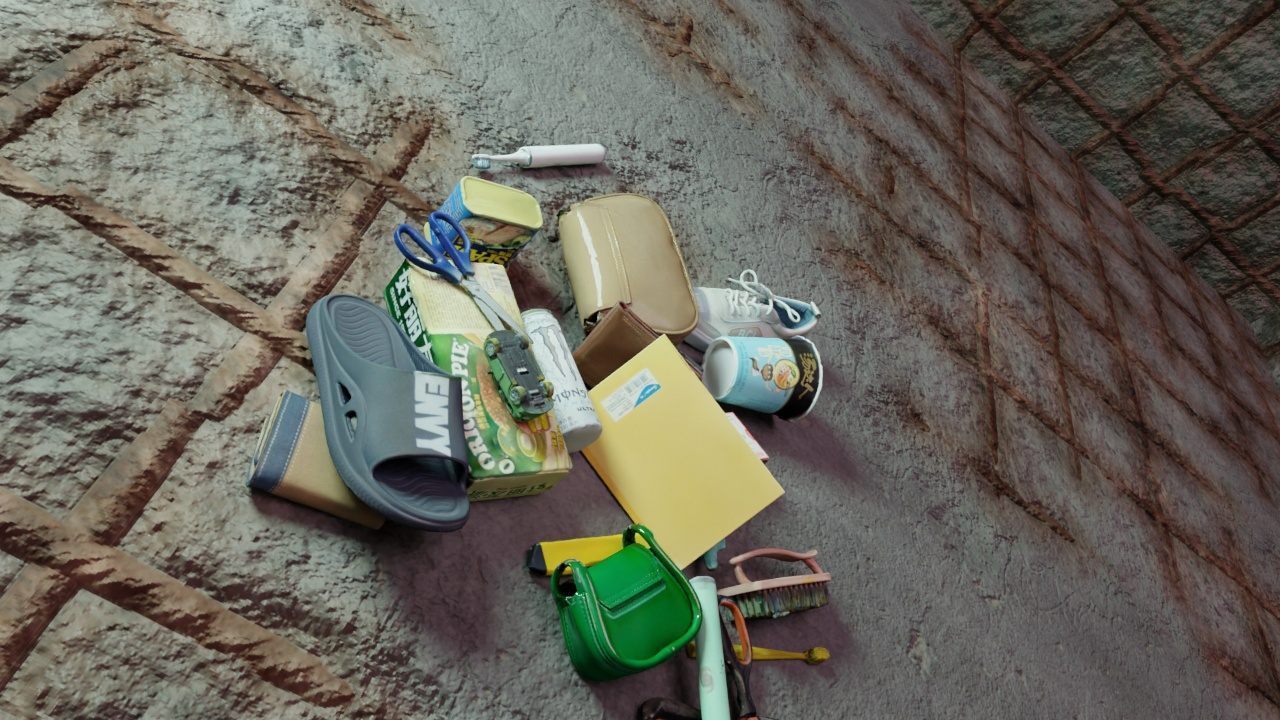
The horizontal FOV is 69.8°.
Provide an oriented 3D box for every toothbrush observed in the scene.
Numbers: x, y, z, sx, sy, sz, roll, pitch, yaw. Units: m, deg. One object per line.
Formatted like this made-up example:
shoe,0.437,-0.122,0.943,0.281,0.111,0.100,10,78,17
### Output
toothbrush,0.067,0.310,0.838,0.027,0.027,0.224,32,46,-49
toothbrush,-0.126,-0.258,1.159,0.220,0.027,0.026,-18,94,-48
toothbrush,0.126,0.302,0.950,0.190,0.017,0.015,15,50,-34

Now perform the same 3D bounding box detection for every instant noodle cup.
instant noodle cup,0.144,0.017,1.133,0.120,0.111,0.111,7,54,-29

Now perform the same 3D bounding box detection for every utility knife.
utility knife,-0.047,0.188,0.886,0.153,0.015,0.033,4,63,-41

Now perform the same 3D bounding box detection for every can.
can,-0.090,0.021,0.938,0.058,0.058,0.146,1,55,-42
can,-0.168,-0.145,0.987,0.102,0.083,0.057,9,54,-38

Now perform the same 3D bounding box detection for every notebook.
notebook,0.030,0.097,0.950,0.206,0.146,0.010,52,1,5

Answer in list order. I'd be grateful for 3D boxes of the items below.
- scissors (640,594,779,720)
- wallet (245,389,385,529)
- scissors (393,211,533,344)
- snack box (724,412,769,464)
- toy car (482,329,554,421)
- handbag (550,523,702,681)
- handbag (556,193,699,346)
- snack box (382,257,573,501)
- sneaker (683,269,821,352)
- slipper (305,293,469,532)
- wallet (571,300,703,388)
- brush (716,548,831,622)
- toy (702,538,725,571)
scissors,0.092,0.337,0.877,0.220,0.022,0.234,4,64,-37
wallet,-0.259,0.083,0.765,0.115,0.033,0.090,26,47,-26
scissors,-0.163,-0.081,0.899,0.171,0.012,0.140,29,42,-21
snack box,0.071,0.099,1.038,0.155,0.027,0.077,-3,46,-44
toy car,-0.115,0.013,0.845,0.043,0.036,0.091,-10,68,-46
handbag,-0.014,0.221,0.838,0.131,0.068,0.120,-20,83,-47
handbag,-0.020,-0.098,1.079,0.147,0.100,0.204,4,56,-31
snack box,-0.159,0.015,0.884,0.114,0.063,0.240,-1,60,-42
sneaker,0.139,-0.061,1.194,0.241,0.091,0.089,8,53,-37
slipper,-0.211,0.023,0.778,0.110,0.083,0.268,10,39,-46
wallet,-0.006,0.006,0.999,0.124,0.101,0.032,39,32,-11
brush,0.152,0.238,0.988,0.145,0.063,0.073,4,67,-41
toy,0.059,0.177,0.977,0.092,0.030,0.096,28,35,-20
